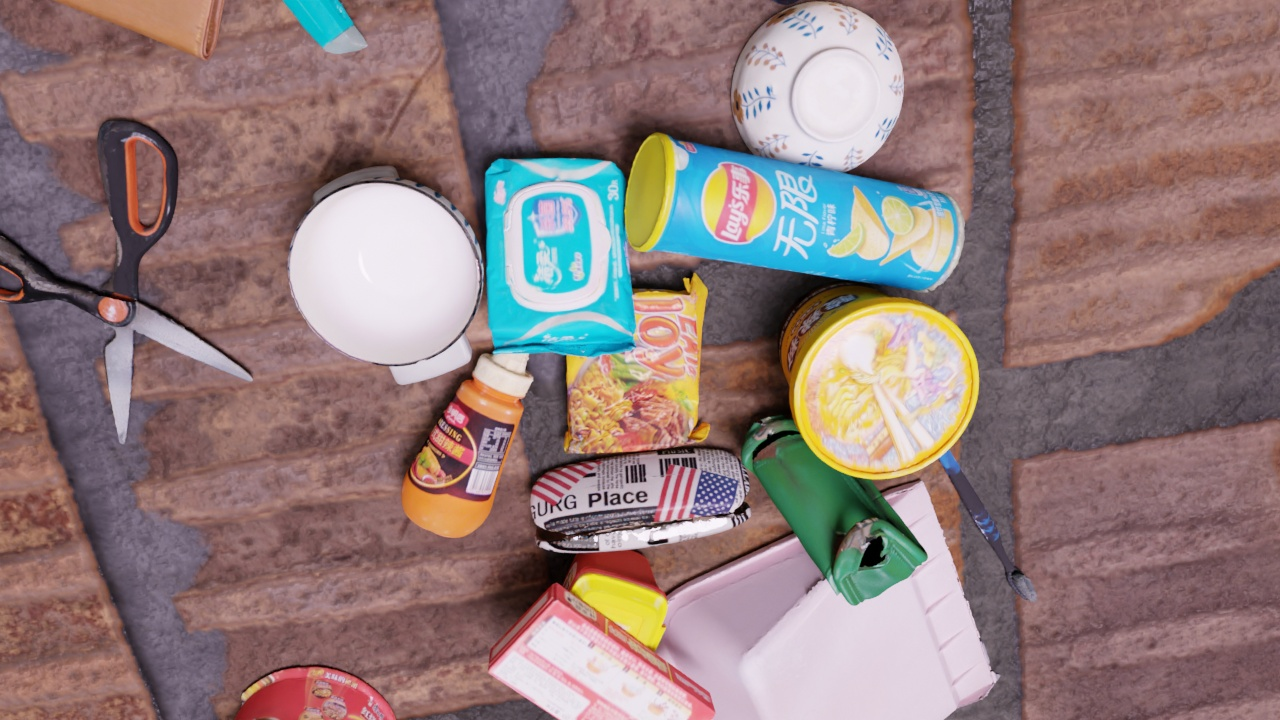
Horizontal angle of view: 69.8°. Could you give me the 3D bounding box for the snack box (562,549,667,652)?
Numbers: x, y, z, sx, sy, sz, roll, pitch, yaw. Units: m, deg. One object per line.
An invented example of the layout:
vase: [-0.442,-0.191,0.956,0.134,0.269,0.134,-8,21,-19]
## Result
snack box: [-0.026,0.190,0.696,0.082,0.080,0.091,20,106,-10]

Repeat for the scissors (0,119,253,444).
scissors: [-0.369,-0.052,0.620,0.221,0.021,0.234,13,107,-8]

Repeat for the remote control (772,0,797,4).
remote control: [0.067,-0.285,0.568,0.053,0.024,0.136,-38,107,8]

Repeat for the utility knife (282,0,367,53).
utility knife: [-0.231,-0.257,0.564,0.029,0.013,0.166,-36,105,6]

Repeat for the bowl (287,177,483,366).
bowl: [-0.156,-0.061,0.584,0.116,0.066,0.116,-1,109,-3]

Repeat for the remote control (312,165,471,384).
remote control: [-0.169,-0.057,0.632,0.058,0.021,0.150,-18,109,2]

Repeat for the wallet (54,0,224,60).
wallet: [-0.312,-0.256,0.547,0.131,0.031,0.108,20,113,-9]

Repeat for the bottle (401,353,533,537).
bottle: [-0.117,0.050,0.655,0.066,0.066,0.149,24,99,-12]

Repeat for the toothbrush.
toothbrush: [0.271,0.123,0.729,0.014,0.016,0.189,-34,107,0]

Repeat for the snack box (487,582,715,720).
snack box: [-0.026,0.229,0.653,0.153,0.025,0.075,39,101,-16]

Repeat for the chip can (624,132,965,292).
chip can: [0.100,-0.091,0.586,0.210,0.071,0.071,6,109,-20]

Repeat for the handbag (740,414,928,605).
handbag: [0.134,0.101,0.643,0.068,0.131,0.120,-37,147,6]

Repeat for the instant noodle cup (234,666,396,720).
instant noodle cup: [-0.264,0.328,0.712,0.138,0.108,0.138,-1,109,-4]

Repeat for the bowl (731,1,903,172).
bowl: [0.118,-0.172,0.592,0.113,0.062,0.113,-1,109,-2]

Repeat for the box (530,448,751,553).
box: [-0.001,0.098,0.676,0.163,0.075,0.082,-5,98,0]

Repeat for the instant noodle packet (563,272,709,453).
instant noodle packet: [-0.004,0.004,0.654,0.110,0.044,0.128,-3,109,-7]

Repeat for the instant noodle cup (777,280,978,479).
instant noodle cup: [0.151,0.003,0.626,0.118,0.114,0.118,-1,109,-3]

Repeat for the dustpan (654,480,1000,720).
dustpan: [0.132,0.237,0.762,0.272,0.139,0.222,-30,110,-23]

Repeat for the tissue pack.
tissue pack: [-0.052,-0.065,0.597,0.093,0.050,0.133,-4,79,-2]
